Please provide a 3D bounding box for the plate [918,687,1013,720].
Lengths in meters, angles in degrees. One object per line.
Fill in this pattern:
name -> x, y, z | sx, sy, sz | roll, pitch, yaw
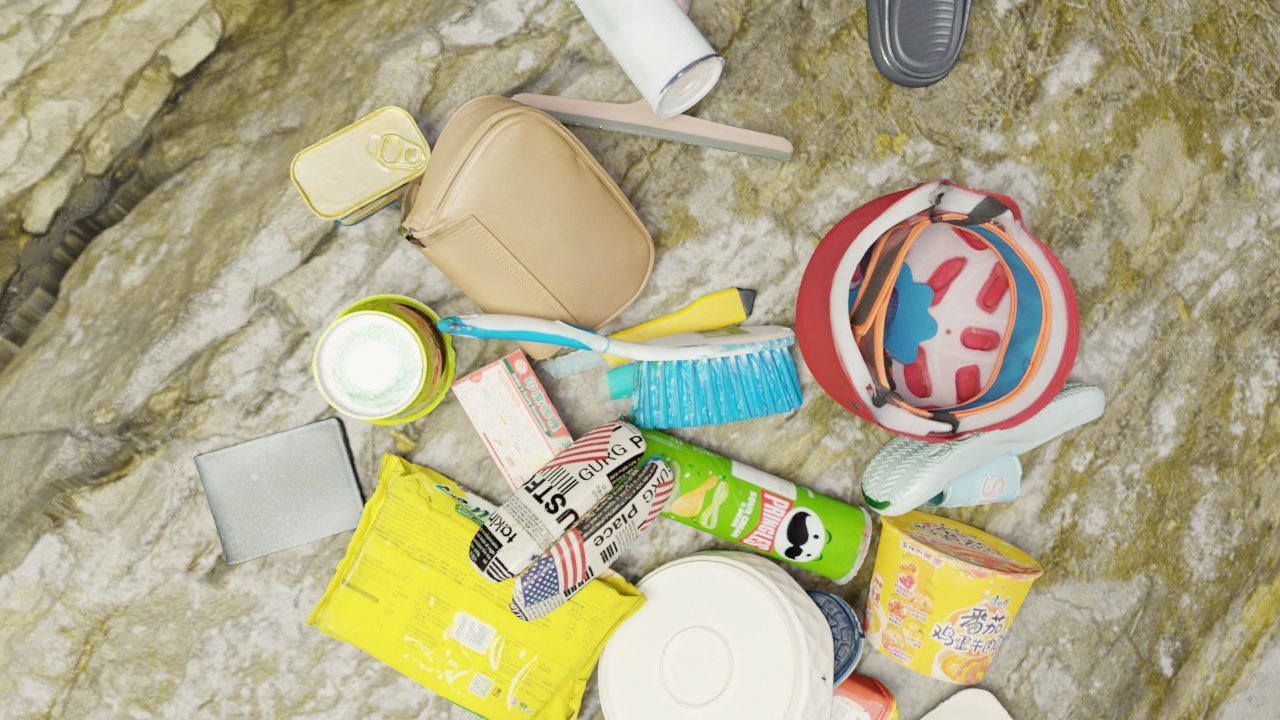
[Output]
plate -> 0.294, 0.399, 0.860 | 0.163, 0.034, 0.164 | -38, 97, -5

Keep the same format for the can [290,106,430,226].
can -> -0.216, -0.150, 0.728 | 0.102, 0.083, 0.057 | -31, 97, -6

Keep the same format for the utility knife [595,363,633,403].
utility knife -> 0.046, 0.004, 0.811 | 0.182, 0.013, 0.029 | -14, 98, -6

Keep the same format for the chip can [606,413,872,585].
chip can -> 0.079, 0.120, 0.794 | 0.236, 0.072, 0.072 | 22, 89, -9

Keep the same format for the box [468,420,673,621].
box -> -0.048, 0.126, 0.709 | 0.162, 0.076, 0.086 | -40, 123, -19

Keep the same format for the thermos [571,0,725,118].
thermos -> -0.026, -0.300, 0.735 | 0.073, 0.073, 0.224 | -34, 80, -6

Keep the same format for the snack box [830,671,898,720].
snack box -> 0.173, 0.318, 0.817 | 0.080, 0.082, 0.091 | 29, 88, 1

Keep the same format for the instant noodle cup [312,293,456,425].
instant noodle cup -> -0.203, 0.002, 0.717 | 0.111, 0.123, 0.111 | 0, 93, -9

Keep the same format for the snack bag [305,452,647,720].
snack bag -> -0.137, 0.201, 0.746 | 0.246, 0.068, 0.158 | 28, 88, 3

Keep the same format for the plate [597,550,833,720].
plate -> 0.053, 0.252, 0.747 | 0.205, 0.045, 0.204 | -11, 62, 22

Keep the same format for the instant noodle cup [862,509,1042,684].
instant noodle cup -> 0.261, 0.206, 0.801 | 0.138, 0.138, 0.110 | 15, 98, -9

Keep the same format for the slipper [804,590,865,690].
slipper -> 0.084, 0.287, 0.797 | 0.253, 0.095, 0.105 | -40, 53, 10

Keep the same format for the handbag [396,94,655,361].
handbag -> -0.088, -0.103, 0.722 | 0.147, 0.100, 0.204 | -49, 130, -8

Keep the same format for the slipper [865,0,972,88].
slipper -> 0.253, -0.377, 0.790 | 0.110, 0.083, 0.268 | -2, 95, -11

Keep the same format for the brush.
brush -> -0.004, 0.004, 0.737 | 0.314, 0.060, 0.109 | -7, 109, -24

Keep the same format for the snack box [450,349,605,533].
snack box -> -0.092, 0.072, 0.763 | 0.026, 0.077, 0.156 | -36, 100, -45

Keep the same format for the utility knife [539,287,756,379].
utility knife -> 0.009, -0.024, 0.803 | 0.202, 0.015, 0.033 | -19, 97, -8

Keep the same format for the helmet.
helmet -> 0.234, -0.039, 0.777 | 0.239, 0.144, 0.207 | 15, 89, -24

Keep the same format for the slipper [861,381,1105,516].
slipper -> 0.306, 0.084, 0.815 | 0.245, 0.104, 0.074 | -22, 98, -13

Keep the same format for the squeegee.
squeegee -> 0.031, -0.301, 0.781 | 0.248, 0.040, 0.249 | 12, 86, 8

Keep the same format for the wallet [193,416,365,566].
wallet -> -0.296, 0.108, 0.763 | 0.120, 0.019, 0.097 | -16, 95, -10
